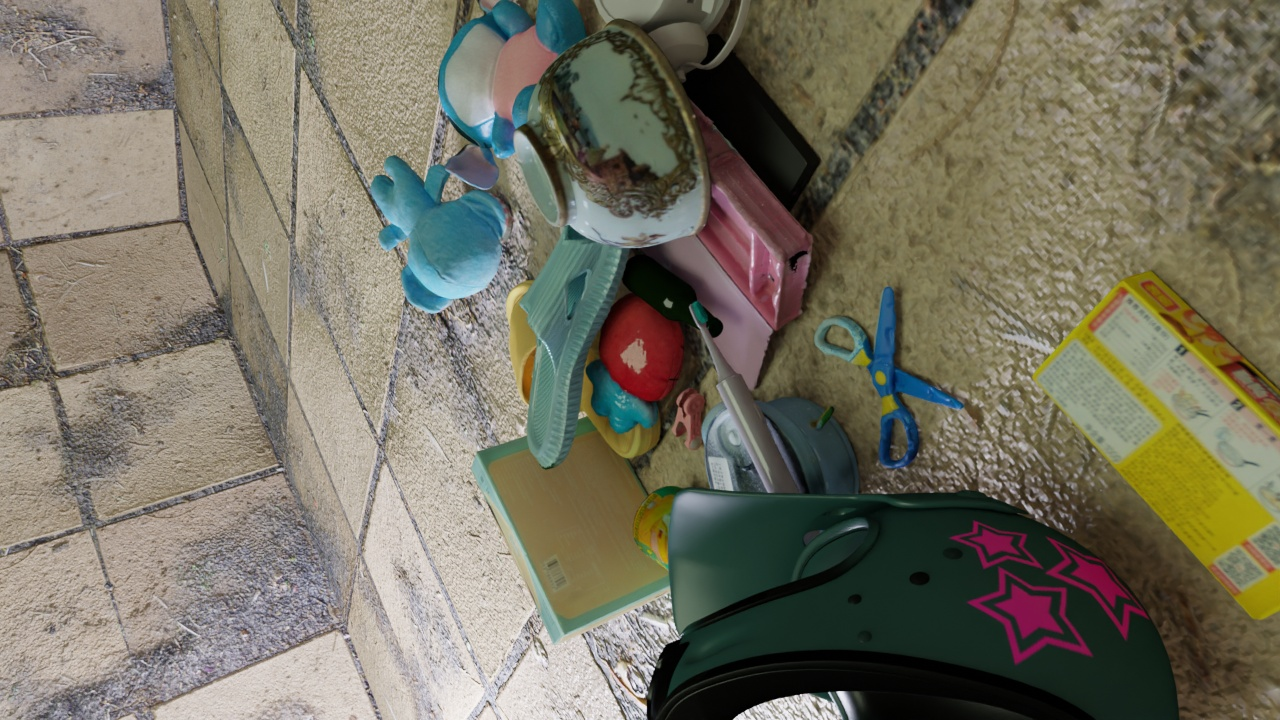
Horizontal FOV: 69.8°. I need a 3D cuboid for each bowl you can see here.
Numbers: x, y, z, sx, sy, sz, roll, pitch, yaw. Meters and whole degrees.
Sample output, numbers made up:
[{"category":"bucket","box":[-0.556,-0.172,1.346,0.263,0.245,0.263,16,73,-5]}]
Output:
[{"category":"bowl","box":[-0.031,-0.143,0.640,0.160,0.093,0.160,56,163,26]}]

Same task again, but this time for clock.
[{"category":"clock","box":[0.025,-0.260,0.625,0.159,0.061,0.120,53,134,32]},{"category":"clock","box":[0.093,0.083,0.685,0.162,0.060,0.118,-3,101,59]}]

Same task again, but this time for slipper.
[{"category":"slipper","box":[-0.081,0.006,0.913,0.263,0.078,0.100,43,137,38]},{"category":"slipper","box":[-0.072,-0.033,0.795,0.116,0.069,0.277,-122,44,-63]}]

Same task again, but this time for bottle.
[{"category":"bottle","box":[0.077,0.169,0.745,0.210,0.068,0.068,25,124,52]},{"category":"bottle","box":[0.026,-0.049,0.721,0.123,0.033,0.033,42,137,51]}]

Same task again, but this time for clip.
[{"category":"clip","box":[0.039,0.049,0.797,0.045,0.023,0.060,13,121,54]}]

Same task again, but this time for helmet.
[{"category":"helmet","box":[0.130,0.158,0.497,0.275,0.199,0.176,5,110,16]}]

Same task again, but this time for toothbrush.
[{"category":"toothbrush","box":[0.075,0.042,0.623,0.019,0.018,0.188,-42,68,48]}]

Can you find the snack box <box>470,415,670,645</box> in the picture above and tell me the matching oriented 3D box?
[{"category":"snack box","box":[-0.059,0.154,0.885,0.193,0.141,0.044,59,147,22]}]

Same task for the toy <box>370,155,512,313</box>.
[{"category":"toy","box":[-0.232,-0.153,1.055,0.180,0.114,0.184,50,123,4]}]

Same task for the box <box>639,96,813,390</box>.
[{"category":"box","box":[0.043,-0.109,0.700,0.232,0.040,0.179,56,161,26]}]

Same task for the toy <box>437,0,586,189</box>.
[{"category":"toy","box":[-0.117,-0.268,0.828,0.192,0.098,0.224,12,96,52]}]

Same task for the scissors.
[{"category":"scissors","box":[0.158,0.011,0.596,0.126,0.013,0.125,27,127,48]}]

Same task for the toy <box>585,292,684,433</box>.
[{"category":"toy","box":[-0.005,0.005,0.795,0.092,0.062,0.133,51,132,37]}]

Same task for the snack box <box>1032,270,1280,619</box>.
[{"category":"snack box","box":[0.261,0.038,0.427,0.152,0.025,0.075,56,145,27]}]

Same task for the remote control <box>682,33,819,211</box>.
[{"category":"remote control","box":[0.073,-0.164,0.644,0.133,0.013,0.058,59,146,23]}]

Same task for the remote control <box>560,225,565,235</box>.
[{"category":"remote control","box":[-0.058,-0.158,0.850,0.050,0.022,0.133,24,124,52]}]
